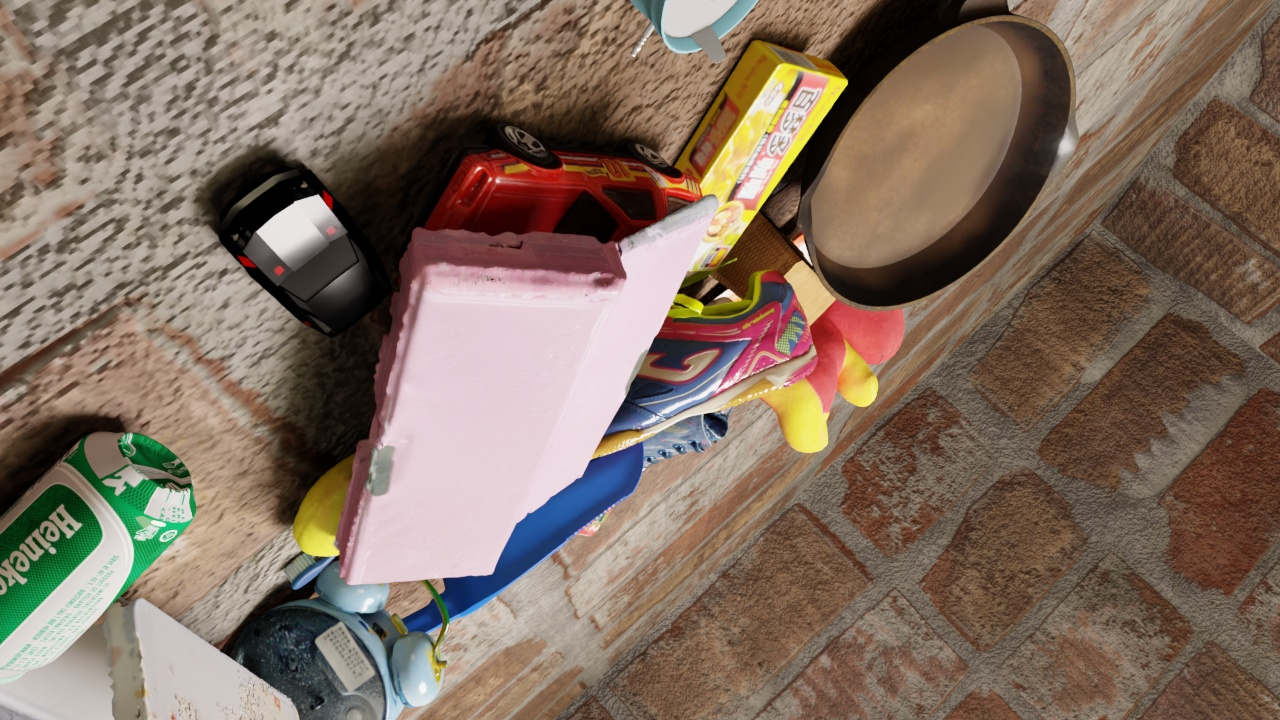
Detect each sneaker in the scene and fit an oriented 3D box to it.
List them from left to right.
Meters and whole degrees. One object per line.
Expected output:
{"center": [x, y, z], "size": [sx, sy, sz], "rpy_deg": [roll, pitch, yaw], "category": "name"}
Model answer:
{"center": [-0.004, 0.004, 0.638], "size": [0.242, 0.091, 0.116], "rpy_deg": [-20, -175, 2], "category": "sneaker"}
{"center": [0.028, 0.051, 0.765], "size": [0.087, 0.079, 0.236], "rpy_deg": [-26, 159, -45], "category": "sneaker"}

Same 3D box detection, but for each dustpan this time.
{"center": [-0.129, 0.160, 0.711], "size": [0.257, 0.059, 0.246], "rpy_deg": [-23, 168, -23], "category": "dustpan"}

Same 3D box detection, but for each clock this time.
{"center": [-0.196, 0.201, 0.607], "size": [0.162, 0.118, 0.060], "rpy_deg": [-38, 175, 11], "category": "clock"}
{"center": [0.032, -0.177, 0.367], "size": [0.087, 0.042, 0.123], "rpy_deg": [-35, 162, -26], "category": "clock"}

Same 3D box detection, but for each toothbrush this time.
{"center": [-0.172, 0.097, 0.591], "size": [0.132, 0.016, 0.021], "rpy_deg": [-41, 163, -16], "category": "toothbrush"}

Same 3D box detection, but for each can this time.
{"center": [-0.225, 0.075, 0.359], "size": [0.101, 0.053, 0.053], "rpy_deg": [-45, 162, 1], "category": "can"}

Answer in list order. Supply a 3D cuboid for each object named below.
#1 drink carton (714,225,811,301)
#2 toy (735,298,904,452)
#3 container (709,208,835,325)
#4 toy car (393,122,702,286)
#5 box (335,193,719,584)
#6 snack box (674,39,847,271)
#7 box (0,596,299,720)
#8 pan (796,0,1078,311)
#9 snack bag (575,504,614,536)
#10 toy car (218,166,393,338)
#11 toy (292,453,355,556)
{"center": [0.100, -0.065, 0.795], "size": [0.122, 0.039, 0.069], "rpy_deg": [-36, 161, -5], "category": "drink carton"}
{"center": [0.164, -0.024, 0.839], "size": [0.215, 0.147, 0.099], "rpy_deg": [-47, 166, -32], "category": "toy"}
{"center": [0.103, -0.064, 0.711], "size": [0.063, 0.061, 0.114], "rpy_deg": [-47, 148, 11], "category": "container"}
{"center": [-0.036, -0.066, 0.456], "size": [0.189, 0.056, 0.082], "rpy_deg": [-10, 141, -56], "category": "toy car"}
{"center": [-0.054, 0.027, 0.461], "size": [0.179, 0.059, 0.234], "rpy_deg": [-15, 145, -36], "category": "box"}
{"center": [0.057, -0.119, 0.563], "size": [0.075, 0.025, 0.153], "rpy_deg": [-7, 141, -47], "category": "snack box"}
{"center": [-0.256, 0.190, 0.478], "size": [0.107, 0.094, 0.217], "rpy_deg": [-11, 147, -6], "category": "box"}
{"center": [0.211, -0.192, 0.626], "size": [0.248, 0.043, 0.357], "rpy_deg": [-15, 133, -20], "category": "pan"}
{"center": [-0.023, 0.101, 0.901], "size": [0.155, 0.044, 0.087], "rpy_deg": [-55, 151, 13], "category": "snack bag"}
{"center": [-0.124, -0.037, 0.353], "size": [0.042, 0.036, 0.092], "rpy_deg": [-41, 162, -10], "category": "toy car"}
{"center": [-0.158, 0.080, 0.538], "size": [0.095, 0.041, 0.094], "rpy_deg": [-28, 161, -33], "category": "toy"}
